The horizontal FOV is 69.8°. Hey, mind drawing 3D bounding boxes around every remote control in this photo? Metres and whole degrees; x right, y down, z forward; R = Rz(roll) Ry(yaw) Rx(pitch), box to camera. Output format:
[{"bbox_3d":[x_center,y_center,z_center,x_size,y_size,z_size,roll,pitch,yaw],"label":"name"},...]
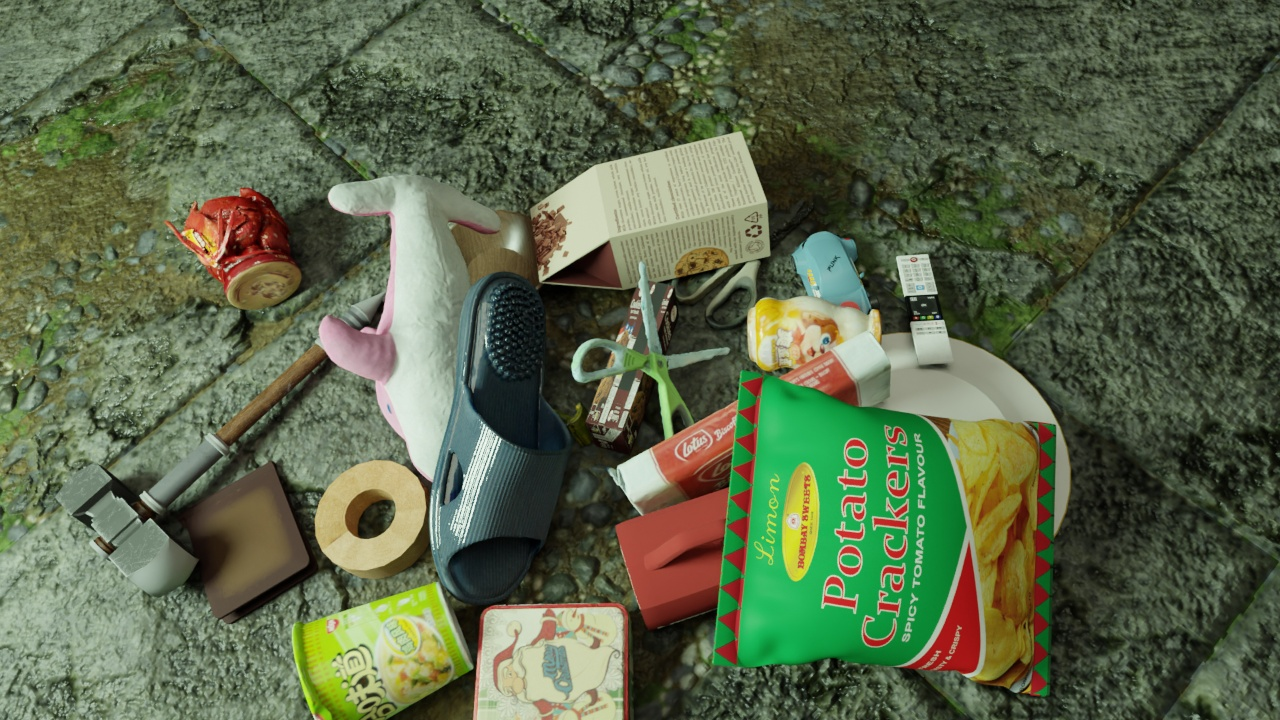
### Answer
[{"bbox_3d":[0.242,-0.044,0.785,0.028,0.012,0.124,-3,51,6],"label":"remote control"}]

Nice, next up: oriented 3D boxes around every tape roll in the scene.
[{"bbox_3d":[-0.219,0.131,0.760,0.094,0.027,0.093,-3,62,6],"label":"tape roll"}]

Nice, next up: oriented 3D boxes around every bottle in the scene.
[{"bbox_3d":[-0.382,-0.113,0.870,0.099,0.099,0.111,-29,69,-8],"label":"bottle"},{"bbox_3d":[0.145,-0.023,0.768,0.108,0.063,0.063,-2,62,11],"label":"bottle"}]

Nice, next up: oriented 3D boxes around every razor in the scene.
[{"bbox_3d":[-0.089,0.041,0.790,0.106,0.042,0.026,18,68,27],"label":"razor"}]

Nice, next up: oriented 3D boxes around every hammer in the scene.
[{"bbox_3d":[-0.344,0.047,0.813,0.156,0.043,0.321,30,65,29],"label":"hammer"}]

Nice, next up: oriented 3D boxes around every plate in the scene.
[{"bbox_3d":[0.224,0.073,0.733,0.230,0.021,0.229,-3,62,6],"label":"plate"}]

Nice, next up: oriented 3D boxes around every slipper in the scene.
[{"bbox_3d":[-0.094,0.056,0.712,0.083,0.101,0.263,-8,74,43],"label":"slipper"}]

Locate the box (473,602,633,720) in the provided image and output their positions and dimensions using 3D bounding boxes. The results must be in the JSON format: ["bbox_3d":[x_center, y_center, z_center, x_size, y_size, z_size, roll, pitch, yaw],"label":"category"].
[{"bbox_3d":[-0.061,0.277,0.650,0.118,0.050,0.205,-3,63,7],"label":"box"}]

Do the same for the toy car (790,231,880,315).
[{"bbox_3d":[0.173,-0.071,0.812,0.060,0.027,0.107,-15,61,0],"label":"toy car"}]

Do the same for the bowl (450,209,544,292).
[{"bbox_3d":[-0.138,-0.085,0.861,0.118,0.030,0.117,-3,62,6],"label":"bowl"}]

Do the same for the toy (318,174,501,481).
[{"bbox_3d":[-0.192,-0.024,0.783,0.186,0.128,0.265,2,77,-37],"label":"toy"}]

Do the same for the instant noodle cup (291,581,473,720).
[{"bbox_3d":[-0.186,0.218,0.679,0.108,0.099,0.099,-22,61,-14],"label":"instant noodle cup"}]

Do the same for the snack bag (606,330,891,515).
[{"bbox_3d":[0.089,0.055,0.714,0.225,0.077,0.041,-30,61,1],"label":"snack bag"}]

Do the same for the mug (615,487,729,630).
[{"bbox_3d":[0.038,0.141,0.669,0.096,0.116,0.080,-18,66,-2],"label":"mug"}]

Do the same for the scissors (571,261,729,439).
[{"bbox_3d":[0.014,0.003,0.751,0.171,0.021,0.171,-11,89,-37],"label":"scissors"}]

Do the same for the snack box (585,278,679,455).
[{"bbox_3d":[-0.005,0.005,0.784,0.032,0.051,0.140,13,65,14],"label":"snack box"}]

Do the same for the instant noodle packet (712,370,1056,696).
[{"bbox_3d":[0.179,0.122,0.641,0.252,0.090,0.195,10,78,-13],"label":"instant noodle packet"}]

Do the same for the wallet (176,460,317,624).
[{"bbox_3d":[-0.333,0.152,0.774,0.091,0.018,0.115,-31,59,-8],"label":"wallet"}]

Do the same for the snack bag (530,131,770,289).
[{"bbox_3d":[0.004,-0.129,0.834,0.206,0.070,0.094,-13,53,2],"label":"snack bag"}]

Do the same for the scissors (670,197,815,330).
[{"bbox_3d":[0.093,-0.101,0.847,0.133,0.013,0.169,10,65,12],"label":"scissors"}]
